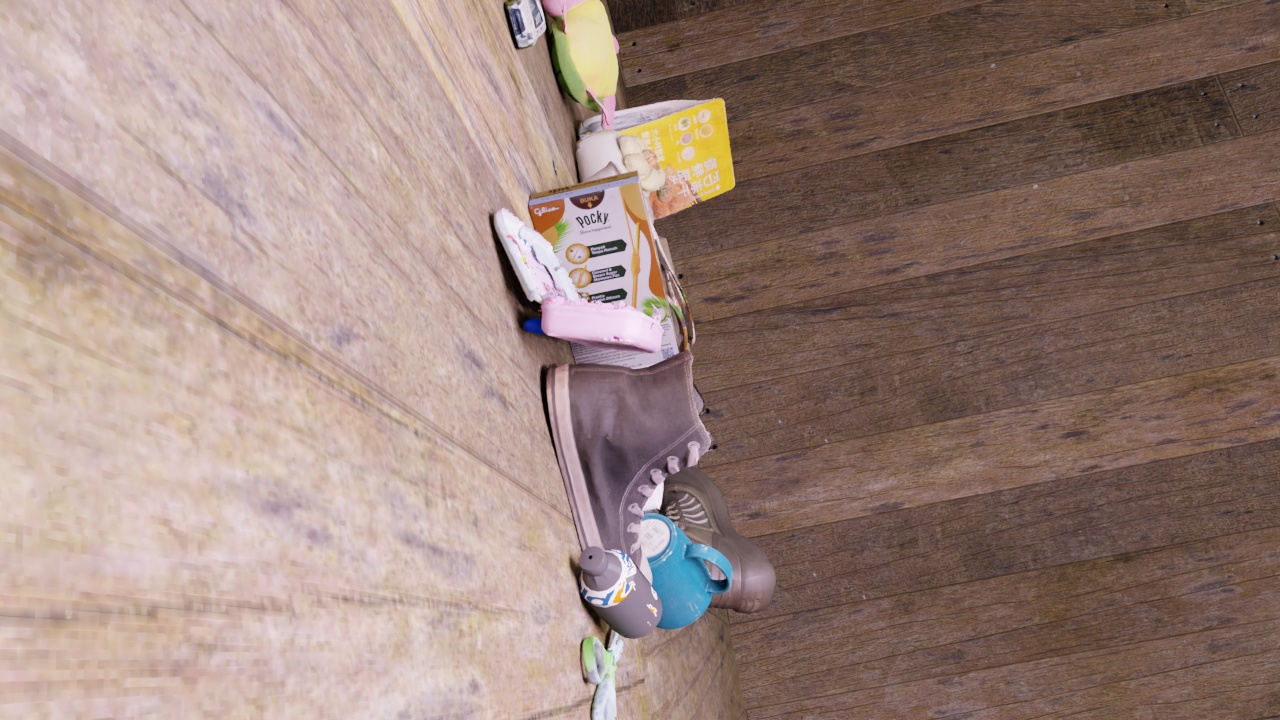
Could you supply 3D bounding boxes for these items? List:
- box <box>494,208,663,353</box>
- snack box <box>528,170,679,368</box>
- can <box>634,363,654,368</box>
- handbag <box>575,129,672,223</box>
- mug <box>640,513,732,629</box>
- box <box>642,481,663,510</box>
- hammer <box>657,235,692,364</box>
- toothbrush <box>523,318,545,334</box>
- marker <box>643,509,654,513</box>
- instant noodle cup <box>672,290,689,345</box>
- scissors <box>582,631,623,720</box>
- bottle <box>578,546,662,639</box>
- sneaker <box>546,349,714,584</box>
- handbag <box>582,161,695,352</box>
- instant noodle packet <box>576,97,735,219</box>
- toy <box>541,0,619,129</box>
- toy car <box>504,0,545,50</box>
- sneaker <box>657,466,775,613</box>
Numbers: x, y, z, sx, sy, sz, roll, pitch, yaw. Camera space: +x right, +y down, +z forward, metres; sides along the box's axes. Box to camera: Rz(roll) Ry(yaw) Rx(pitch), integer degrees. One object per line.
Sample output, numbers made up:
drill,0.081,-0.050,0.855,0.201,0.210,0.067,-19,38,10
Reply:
box,-0.051,-0.045,0.733,0.073,0.150,0.201,-57,174,2
snack box,-0.031,-0.077,0.870,0.031,0.101,0.186,-93,170,-59
can,-0.006,0.006,0.986,0.127,0.064,0.064,43,23,-29
handbag,-0.017,-0.237,1.287,0.171,0.123,0.112,59,13,-59
mug,0.033,0.203,0.901,0.104,0.112,0.084,64,32,-43
box,-0.021,0.105,0.940,0.107,0.076,0.102,-54,134,-80
hammer,0.025,-0.019,1.370,0.325,0.101,0.190,69,11,-63
toothbrush,-0.075,-0.030,0.759,0.182,0.016,0.018,-6,79,-85
marker,0.005,0.179,1.168,0.017,0.017,0.147,-95,172,-52
instant noodle cup,0.002,-0.042,1.126,0.097,0.109,0.097,-10,88,-85
scissors,-0.025,0.229,0.722,0.175,0.033,0.078,-89,165,-88
bottle,-0.018,0.176,0.707,0.112,0.047,0.047,62,16,-48
sneaker,0.005,0.102,0.760,0.095,0.120,0.235,-88,168,-70
handbag,-0.012,-0.091,0.989,0.199,0.093,0.201,56,-6,28
instant noodle packet,0.028,-0.304,1.394,0.084,0.221,0.163,-101,177,-48
toy,-0.080,-0.430,1.251,0.189,0.088,0.238,-23,97,-65
toy car,-0.118,-0.357,0.958,0.105,0.033,0.048,-90,169,-62
sneaker,0.040,0.217,1.086,0.238,0.142,0.101,49,-45,52
